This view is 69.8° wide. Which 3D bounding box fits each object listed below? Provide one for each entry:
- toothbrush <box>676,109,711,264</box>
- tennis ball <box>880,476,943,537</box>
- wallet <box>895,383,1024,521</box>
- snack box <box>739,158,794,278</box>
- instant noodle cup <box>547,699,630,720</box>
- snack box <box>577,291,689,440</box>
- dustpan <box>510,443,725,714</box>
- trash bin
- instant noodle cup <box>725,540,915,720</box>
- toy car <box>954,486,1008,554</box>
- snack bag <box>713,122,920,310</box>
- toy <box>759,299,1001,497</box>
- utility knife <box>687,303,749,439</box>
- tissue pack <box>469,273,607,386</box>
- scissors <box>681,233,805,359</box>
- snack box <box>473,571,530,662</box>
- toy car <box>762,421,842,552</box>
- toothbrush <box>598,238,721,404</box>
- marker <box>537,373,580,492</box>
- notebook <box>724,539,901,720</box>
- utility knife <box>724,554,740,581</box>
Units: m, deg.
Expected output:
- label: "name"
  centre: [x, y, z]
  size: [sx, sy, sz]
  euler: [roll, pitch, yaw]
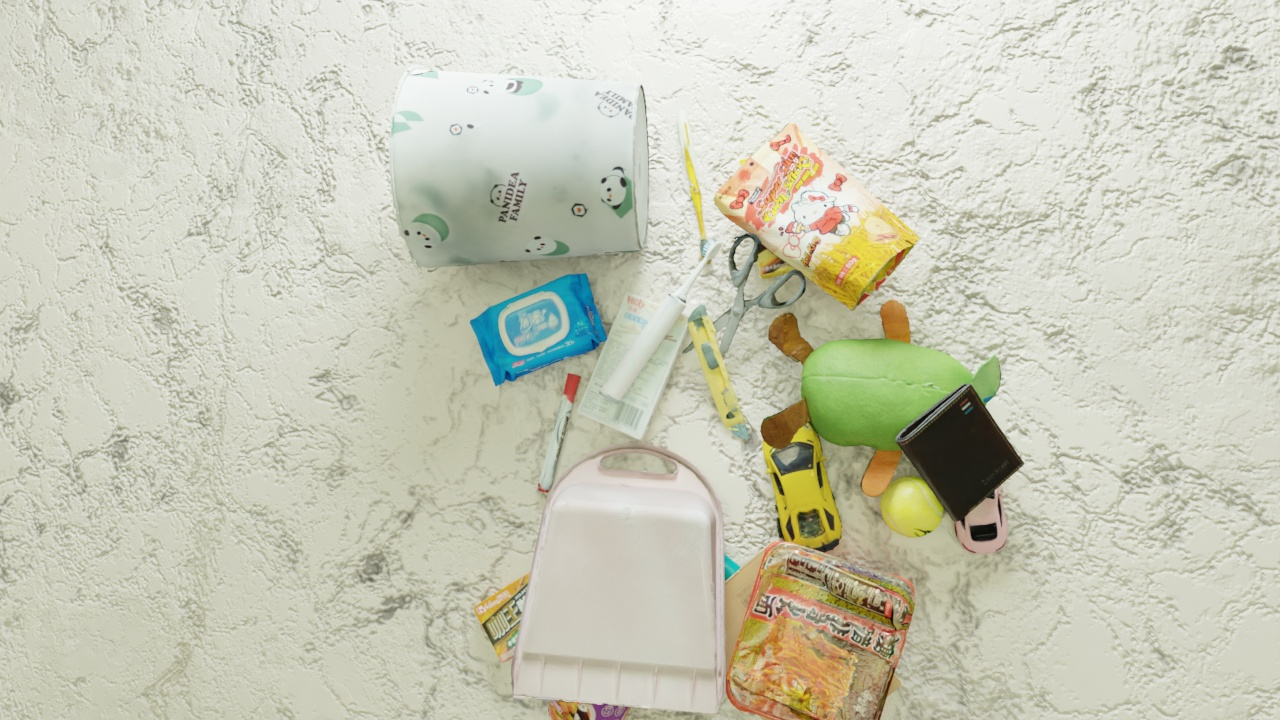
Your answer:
- label: "toothbrush"
  centre: [0.063, -0.207, 1.087]
  size: [0.016, 0.018, 0.191]
  euler: [-10, 84, 8]
- label: "tennis ball"
  centre: [0.293, 0.158, 0.989]
  size: [0.065, 0.065, 0.065]
  euler: [-1, 85, 11]
- label: "wallet"
  centre: [0.331, 0.095, 0.950]
  size: [0.096, 0.020, 0.122]
  euler: [-39, 110, 2]
- label: "snack box"
  centre: [0.169, -0.171, 1.057]
  size: [0.087, 0.033, 0.140]
  euler: [-10, 82, 10]
- label: "instant noodle cup"
  centre: [-0.050, 0.361, 1.024]
  size: [0.111, 0.111, 0.099]
  euler: [20, 96, 12]
- label: "snack box"
  centre: [-0.006, 0.006, 1.079]
  size: [0.085, 0.027, 0.157]
  euler: [22, 90, 12]
- label: "dustpan"
  centre: [-0.010, 0.232, 1.010]
  size: [0.222, 0.139, 0.273]
  euler: [7, 89, 2]
- label: "trash bin"
  centre: [-0.121, -0.214, 1.029]
  size: [0.252, 0.229, 0.229]
  euler: [0, 85, 5]
- label: "instant noodle cup"
  centre: [0.189, 0.296, 0.976]
  size: [0.164, 0.079, 0.189]
  euler: [18, 90, 9]
- label: "toy car"
  centre: [0.363, 0.148, 0.992]
  size: [0.056, 0.037, 0.122]
  euler: [-9, 83, 9]
- label: "snack bag"
  centre: [0.192, -0.158, 1.010]
  size: [0.128, 0.073, 0.208]
  euler: [-47, 72, 4]
- label: "toy"
  centre: [0.255, 0.036, 0.995]
  size: [0.247, 0.090, 0.226]
  euler: [8, 76, 8]
- label: "utility knife"
  centre: [0.090, 0.016, 1.057]
  size: [0.031, 0.018, 0.165]
  euler: [-19, 99, 18]
- label: "tissue pack"
  centre: [-0.123, -0.038, 1.091]
  size: [0.157, 0.052, 0.095]
  euler: [-21, 80, 11]
- label: "scissors"
  centre: [0.112, -0.061, 1.034]
  size: [0.175, 0.014, 0.159]
  euler: [-6, 98, 30]
- label: "snack box"
  centre: [-0.114, 0.284, 1.079]
  size: [0.154, 0.026, 0.075]
  euler: [-32, 80, 7]
- label: "toy car"
  centre: [0.178, 0.139, 1.026]
  size: [0.071, 0.041, 0.155]
  euler: [-13, 82, 9]
- label: "toothbrush"
  centre: [0.025, -0.046, 1.049]
  size: [0.221, 0.026, 0.026]
  euler: [-55, 45, 4]
- label: "marker"
  centre: [-0.098, 0.086, 1.097]
  size: [0.017, 0.017, 0.145]
  euler: [14, 88, 12]
- label: "notebook"
  centre: [0.165, 0.324, 1.023]
  size: [0.148, 0.008, 0.207]
  euler: [-42, 84, 5]
- label: "utility knife"
  centre: [0.093, 0.236, 1.049]
  size: [0.205, 0.013, 0.029]
  euler: [37, 96, 10]
